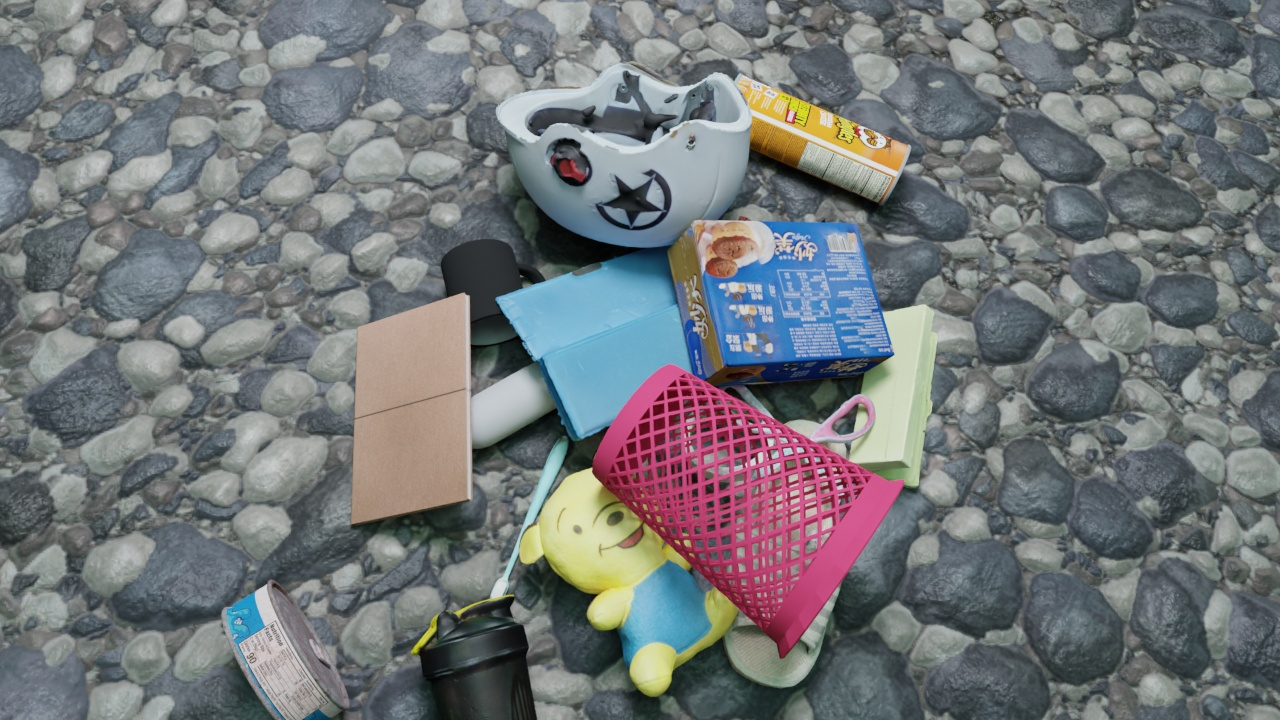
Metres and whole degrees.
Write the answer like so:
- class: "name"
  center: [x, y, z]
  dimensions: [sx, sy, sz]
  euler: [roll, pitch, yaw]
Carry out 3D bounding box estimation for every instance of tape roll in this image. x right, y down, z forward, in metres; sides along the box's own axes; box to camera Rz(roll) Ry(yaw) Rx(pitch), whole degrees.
- class: "tape roll"
  center: [0.089, 0.081, 0.943]
  dimensions: [0.094, 0.018, 0.093]
  euler: [-4, 52, 5]

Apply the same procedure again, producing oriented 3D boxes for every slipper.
- class: "slipper"
  center: [0.149, 0.182, 0.909]
  dimensions: [0.114, 0.054, 0.272]
  euler: [12, 65, 6]

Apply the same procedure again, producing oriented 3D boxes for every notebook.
- class: "notebook"
  center: [-0.226, 0.047, 0.902]
  dimensions: [0.142, 0.008, 0.208]
  euler: [-15, 67, 24]

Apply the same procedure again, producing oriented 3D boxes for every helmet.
- class: "helmet"
  center: [-0.017, -0.208, 0.977]
  dimensions: [0.264, 0.164, 0.236]
  euler: [4, 32, 9]

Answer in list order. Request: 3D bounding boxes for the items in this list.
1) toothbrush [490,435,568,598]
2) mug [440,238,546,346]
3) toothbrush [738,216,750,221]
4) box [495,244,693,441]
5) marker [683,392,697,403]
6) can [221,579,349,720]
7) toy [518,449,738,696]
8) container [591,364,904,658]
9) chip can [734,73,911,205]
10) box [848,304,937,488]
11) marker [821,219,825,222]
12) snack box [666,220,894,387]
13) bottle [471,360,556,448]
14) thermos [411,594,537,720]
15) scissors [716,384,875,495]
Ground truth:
- class: "toothbrush"
  center: [-0.108, 0.155, 0.909]
  dimensions: [0.016, 0.017, 0.180]
  euler: [21, 67, 3]
- class: "mug"
  center: [-0.147, -0.071, 0.968]
  dimensions: [0.113, 0.078, 0.088]
  euler: [-2, 66, -36]
- class: "toothbrush"
  center: [0.095, -0.080, 1.026]
  dimensions: [0.016, 0.016, 0.189]
  euler: [18, 66, -2]
- class: "box"
  center: [-0.008, -0.034, 0.932]
  dimensions: [0.231, 0.048, 0.176]
  euler: [-24, 75, -30]
- class: "marker"
  center: [0.010, 0.059, 0.959]
  dimensions: [0.133, 0.017, 0.020]
  euler: [-34, 57, -17]
- class: "can"
  center: [-0.302, 0.255, 0.785]
  dimensions: [0.044, 0.130, 0.130]
  euler: [-32, 75, -17]
- class: "toy"
  center: [-0.014, 0.196, 0.864]
  dimensions: [0.148, 0.084, 0.214]
  euler: [-28, 70, -38]
- class: "container"
  center: [0.084, 0.116, 0.811]
  dimensions: [0.226, 0.183, 0.182]
  euler: [35, 68, 15]
- class: "chip can"
  center: [0.200, -0.258, 1.075]
  dimensions: [0.215, 0.075, 0.075]
  euler: [24, 68, 4]
- class: "box"
  center: [0.271, 0.035, 0.980]
  dimensions: [0.077, 0.090, 0.187]
  euler: [3, 65, 29]
- class: "marker"
  center: [0.212, -0.096, 1.042]
  dimensions: [0.019, 0.019, 0.145]
  euler: [2, 68, -6]
- class: "snack box"
  center: [0.143, -0.060, 0.943]
  dimensions: [0.202, 0.069, 0.155]
  euler: [-3, 72, -26]
- class: "bottle"
  center: [-0.139, 0.049, 0.927]
  dimensions: [0.195, 0.053, 0.052]
  euler: [-30, 75, -16]
- class: "thermos"
  center: [-0.131, 0.324, 0.800]
  dimensions: [0.098, 0.098, 0.220]
  euler: [-12, 75, -11]
- class: "scissors"
  center: [0.158, 0.068, 0.931]
  dimensions: [0.170, 0.013, 0.172]
  euler: [-35, 68, -24]
